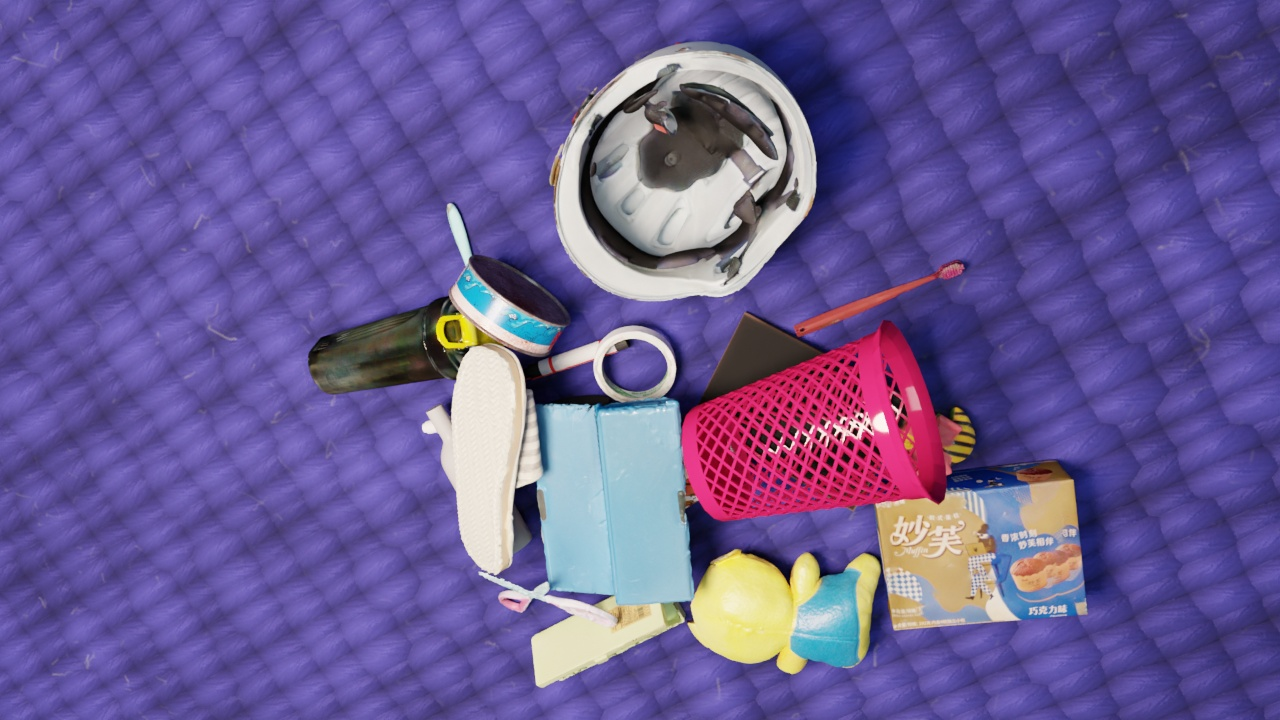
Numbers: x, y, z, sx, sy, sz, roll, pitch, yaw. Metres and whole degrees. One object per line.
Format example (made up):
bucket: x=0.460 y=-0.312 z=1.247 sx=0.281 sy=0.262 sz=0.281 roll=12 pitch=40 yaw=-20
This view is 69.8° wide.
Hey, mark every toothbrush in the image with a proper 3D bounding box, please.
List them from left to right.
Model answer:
toothbrush: x=-0.194 y=-0.095 z=1.069 sx=0.016 sy=0.016 sz=0.180 roll=-15 pitch=98 yaw=14
toothbrush: x=0.258 y=-0.066 z=0.996 sx=0.190 sy=0.016 sz=0.016 roll=-22 pitch=98 yaw=13

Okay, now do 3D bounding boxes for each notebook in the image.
notebook: x=0.177 y=0.056 z=1.023 sx=0.209 sy=0.008 sz=0.141 roll=29 pitch=105 yaw=12

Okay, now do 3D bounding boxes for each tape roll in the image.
tape roll: x=-0.006 y=0.006 z=1.043 sx=0.094 sy=0.018 sz=0.094 roll=1 pitch=117 yaw=2

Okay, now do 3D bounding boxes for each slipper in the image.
slipper: x=-0.160 y=0.110 z=1.012 sx=0.114 sy=0.053 sz=0.273 roll=23 pitch=117 yaw=33

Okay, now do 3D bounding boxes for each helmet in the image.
helmet: x=0.041 y=-0.195 z=0.930 sx=0.236 sy=0.163 sz=0.265 roll=40 pitch=114 yaw=-15

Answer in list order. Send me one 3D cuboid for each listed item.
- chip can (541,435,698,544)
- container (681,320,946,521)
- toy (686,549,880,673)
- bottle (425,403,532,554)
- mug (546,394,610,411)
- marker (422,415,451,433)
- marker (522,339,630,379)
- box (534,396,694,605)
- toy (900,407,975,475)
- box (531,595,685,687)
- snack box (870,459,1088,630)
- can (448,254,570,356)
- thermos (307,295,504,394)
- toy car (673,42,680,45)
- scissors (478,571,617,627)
chip can: x=-0.008 y=0.165 z=1.061 sx=0.215 sy=0.075 sz=0.075 roll=-34 pitch=95 yaw=15
container: x=0.170 y=0.079 z=0.941 sx=0.226 sy=0.182 sz=0.183 roll=-18 pitch=98 yaw=27
toy: x=0.162 y=0.289 z=1.055 sx=0.214 sy=0.084 sz=0.149 roll=6 pitch=101 yaw=6
bottle: x=-0.198 y=0.141 z=1.094 sx=0.052 sy=0.052 sz=0.195 roll=-25 pitch=100 yaw=14
mug: x=-0.053 y=0.090 z=1.045 sx=0.114 sy=0.078 sz=0.088 roll=-1 pitch=102 yaw=29
marker: x=-0.201 y=0.071 z=1.103 sx=0.134 sy=0.017 sz=0.020 roll=-12 pitch=80 yaw=12
marker: x=-0.083 y=-0.001 z=1.067 sx=0.146 sy=0.019 sz=0.019 roll=-18 pitch=98 yaw=13
box: x=-0.033 y=0.157 z=1.001 sx=0.177 sy=0.047 sz=0.232 roll=-3 pitch=104 yaw=10
toy: x=0.315 y=0.089 z=1.007 sx=0.103 sy=0.046 sz=0.084 roll=-12 pitch=78 yaw=10
box: x=-0.044 y=0.327 z=1.116 sx=0.188 sy=0.090 sz=0.077 roll=-31 pitch=75 yaw=17
snack box: x=0.368 y=0.203 z=1.008 sx=0.203 sy=0.069 sz=0.155 roll=-8 pitch=100 yaw=11
can: x=-0.142 y=-0.061 z=1.007 sx=0.130 sy=0.129 sz=0.044 roll=36 pitch=105 yaw=1
thermos: x=-0.272 y=-0.013 z=1.052 sx=0.221 sy=0.098 sz=0.098 roll=-10 pitch=100 yaw=20
toy car: x=0.025 y=-0.294 z=0.980 sx=0.042 sy=0.036 sz=0.091 roll=41 pitch=111 yaw=-2
scissors: x=-0.113 y=0.284 z=1.083 sx=0.172 sy=0.013 sz=0.171 roll=23 pitch=150 yaw=-6
